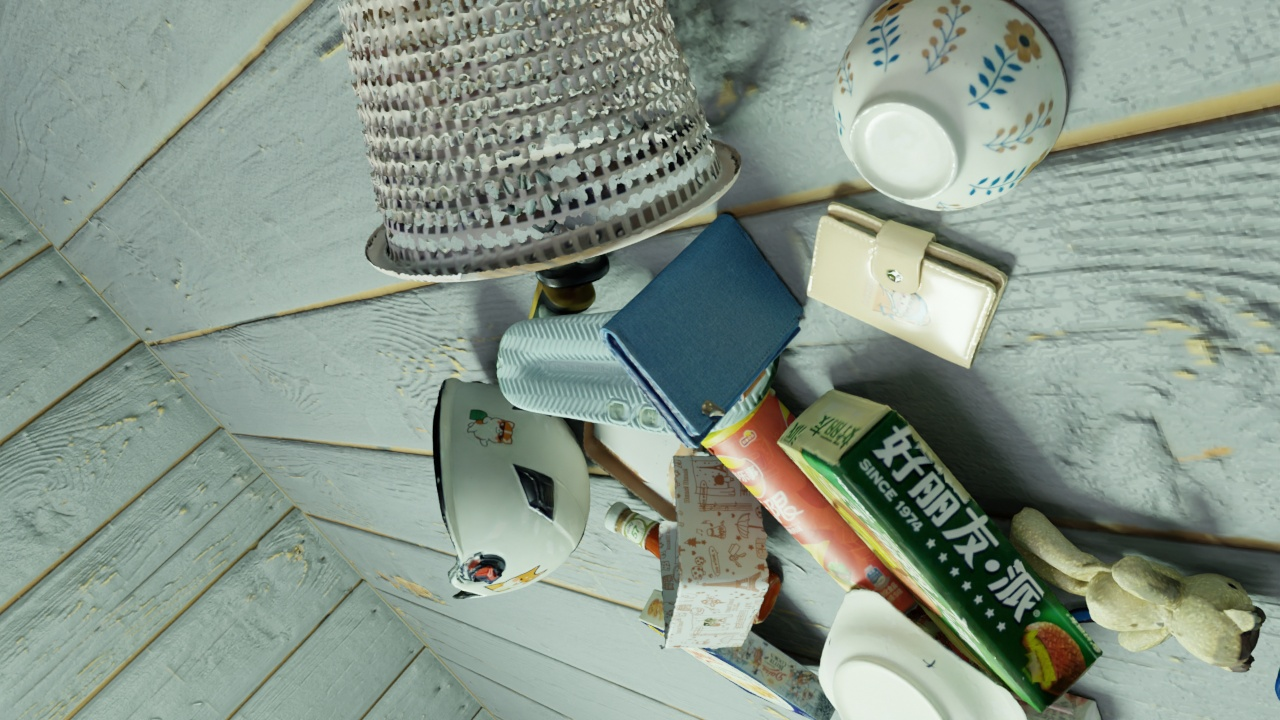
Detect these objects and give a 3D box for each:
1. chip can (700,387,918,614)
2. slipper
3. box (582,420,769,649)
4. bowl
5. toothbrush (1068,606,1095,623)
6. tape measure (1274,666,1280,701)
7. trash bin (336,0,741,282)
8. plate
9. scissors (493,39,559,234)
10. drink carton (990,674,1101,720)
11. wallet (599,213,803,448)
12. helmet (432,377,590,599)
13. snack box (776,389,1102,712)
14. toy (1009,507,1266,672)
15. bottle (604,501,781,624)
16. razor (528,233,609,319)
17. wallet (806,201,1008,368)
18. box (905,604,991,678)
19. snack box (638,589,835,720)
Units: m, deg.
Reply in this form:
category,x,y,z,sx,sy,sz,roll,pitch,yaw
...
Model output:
category,x,y,z,sx,sy,sz,roll,pitch,yaw
chip can,0.142,0.115,0.743,0.216,0.073,0.073,47,150,-9
slipper,-0.004,0.004,0.733,0.246,0.074,0.104,-1,91,28
box,0.034,0.135,0.879,0.273,0.126,0.179,60,160,29
bowl,0.142,-0.118,0.453,0.113,0.062,0.114,31,150,20
toothbrush,0.335,0.181,0.664,0.014,0.016,0.190,52,148,2
tape measure,0.428,0.205,0.569,0.054,0.025,0.058,27,143,28
trash bin,-0.072,-0.174,0.506,0.228,0.226,0.192,12,126,42
plate,0.205,0.275,0.718,0.164,0.034,0.164,35,136,32
scissors,-0.097,-0.173,0.711,0.136,0.014,0.175,9,137,43
drink carton,0.324,0.303,0.791,0.123,0.053,0.045,7,131,46
wallet,0.046,-0.021,0.620,0.106,0.132,0.040,52,153,-15
helmet,-0.132,0.136,0.989,0.157,0.229,0.275,-3,145,-7
snack box,0.208,0.129,0.655,0.240,0.063,0.114,48,176,-11
toy,0.314,0.143,0.595,0.157,0.066,0.105,25,148,40
bottle,0.050,0.210,0.988,0.206,0.059,0.060,24,146,28
razor,-0.074,-0.056,0.807,0.168,0.062,0.067,130,123,-66
wallet,0.159,-0.047,0.562,0.115,0.024,0.087,29,147,24
box,0.241,0.287,0.769,0.092,0.079,0.168,-13,94,50
snack box,0.106,0.332,1.038,0.182,0.045,0.178,36,162,-13
